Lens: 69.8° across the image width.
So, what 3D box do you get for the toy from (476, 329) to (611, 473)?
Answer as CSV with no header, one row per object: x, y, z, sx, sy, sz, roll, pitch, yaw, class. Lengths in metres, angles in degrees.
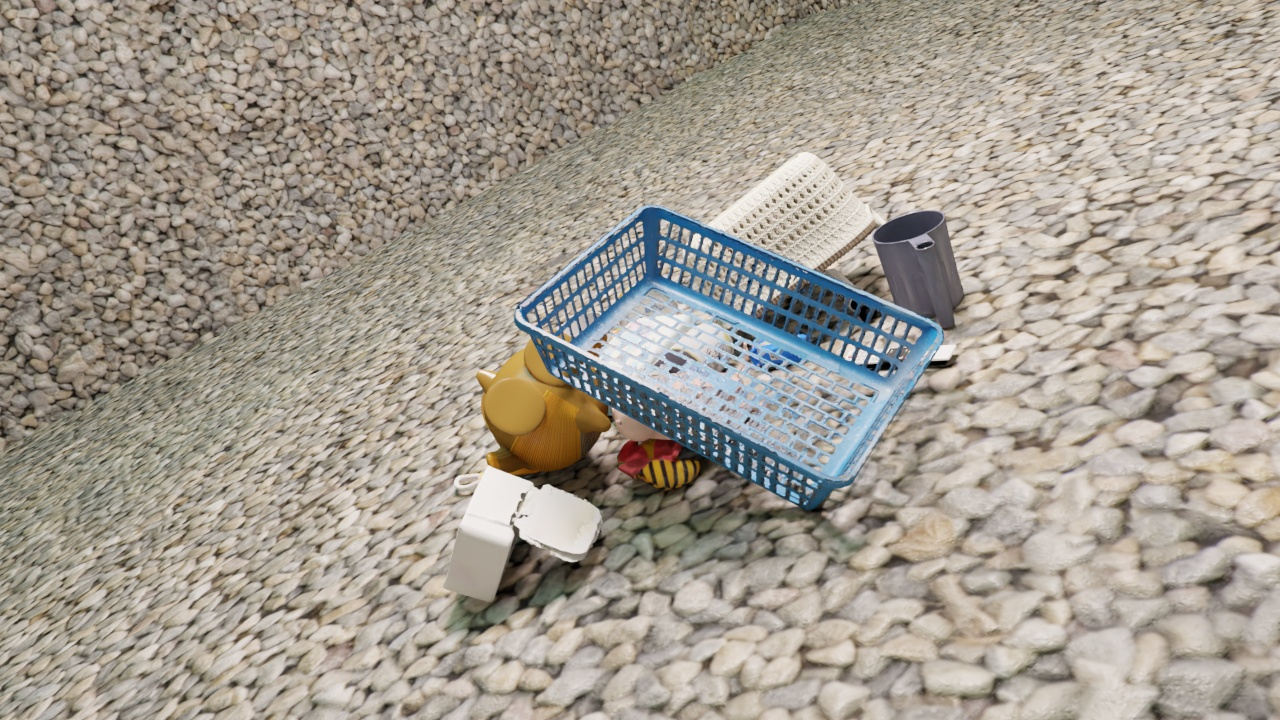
-0.118,0.057,1.059,0.198,0.162,0.204,-53,-2,-20,toy

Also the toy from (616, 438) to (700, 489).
0.018,0.107,0.990,0.084,0.046,0.103,-16,22,-23,toy

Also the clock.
0.046,0.038,1.014,0.160,0.086,0.131,-12,10,-3,clock

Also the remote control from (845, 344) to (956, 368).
0.282,-0.003,1.004,0.124,0.012,0.028,-3,31,40,remote control

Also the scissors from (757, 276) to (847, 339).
0.217,-0.067,1.207,0.142,0.014,0.173,-24,24,7,scissors

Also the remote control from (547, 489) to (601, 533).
-0.086,0.168,0.993,0.033,0.013,0.137,-33,24,-19,remote control

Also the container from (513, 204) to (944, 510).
0.086,-0.008,0.927,0.362,0.089,0.256,27,48,22,container

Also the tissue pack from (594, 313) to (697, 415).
-0.007,0.007,1.194,0.112,0.070,0.181,-1,33,42,tissue pack

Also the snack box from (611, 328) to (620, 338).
-0.085,0.001,1.335,0.148,0.029,0.040,-26,22,-3,snack box

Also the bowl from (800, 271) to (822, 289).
0.191,-0.136,1.341,0.150,0.043,0.149,-21,23,9,bowl

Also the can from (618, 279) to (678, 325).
0.010,-0.071,1.324,0.086,0.086,0.043,-26,23,-4,can

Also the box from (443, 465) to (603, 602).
-0.110,0.176,0.923,0.137,0.126,0.108,19,31,-4,box

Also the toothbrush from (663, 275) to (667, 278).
0.062,-0.111,1.454,0.014,0.014,0.168,-17,21,-12,toothbrush

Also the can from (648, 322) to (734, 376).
0.066,0.002,1.138,0.064,0.064,0.127,0,33,45,can

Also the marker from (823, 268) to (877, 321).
0.265,-0.083,1.162,0.025,0.025,0.125,-25,30,0,marker

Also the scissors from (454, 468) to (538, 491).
-0.182,0.143,1.145,0.127,0.011,0.125,-22,24,0,scissors

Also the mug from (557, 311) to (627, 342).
-0.055,-0.020,1.274,0.107,0.089,0.071,-36,25,-25,mug

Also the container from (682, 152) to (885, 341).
0.173,-0.150,1.176,0.247,0.143,0.184,-36,7,18,container

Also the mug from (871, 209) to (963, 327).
0.327,-0.103,1.059,0.084,0.104,0.123,-21,23,8,mug

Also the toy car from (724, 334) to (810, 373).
0.152,-0.001,1.094,0.092,0.033,0.061,-8,21,34,toy car
